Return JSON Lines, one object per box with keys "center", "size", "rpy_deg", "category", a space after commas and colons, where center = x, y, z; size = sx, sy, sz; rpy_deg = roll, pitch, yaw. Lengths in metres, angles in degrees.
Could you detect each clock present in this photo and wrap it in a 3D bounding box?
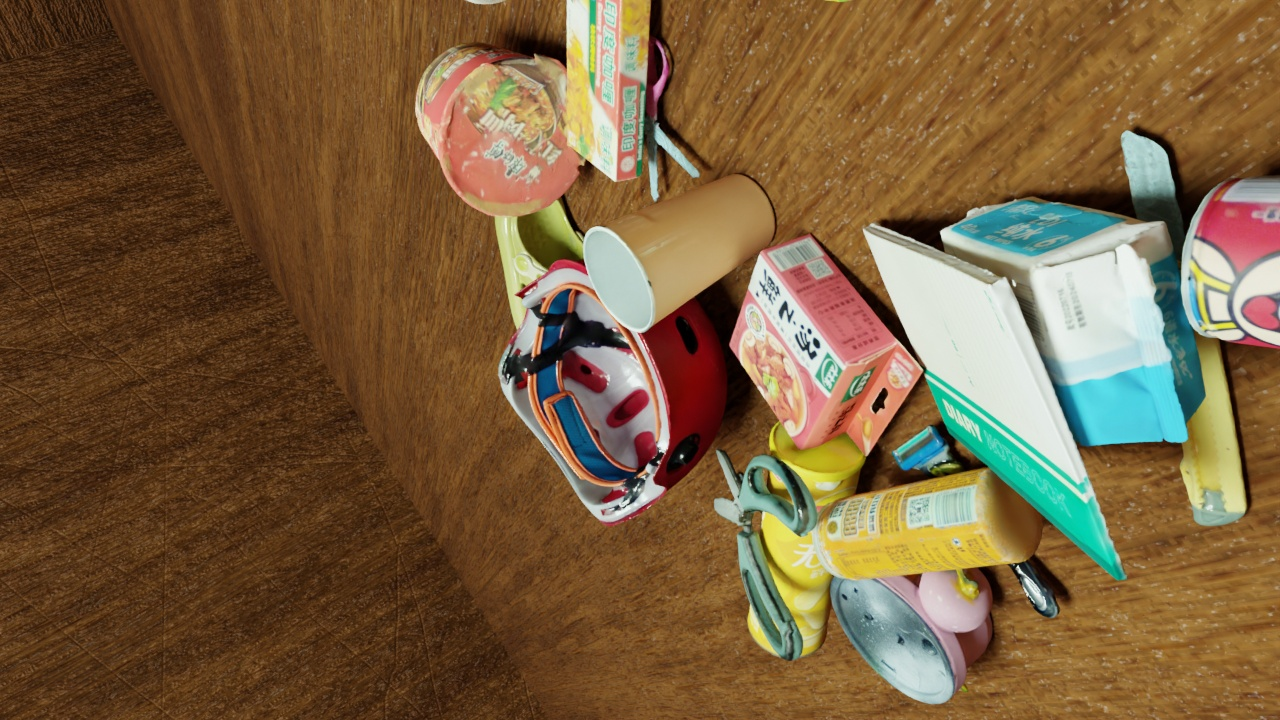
{"center": [0.204, 0.178, 0.684], "size": [0.117, 0.059, 0.159], "rpy_deg": [36, 148, 42], "category": "clock"}

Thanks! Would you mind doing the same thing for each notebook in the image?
{"center": [0.175, 0.006, 0.480], "size": [0.150, 0.012, 0.209], "rpy_deg": [63, -174, -13], "category": "notebook"}

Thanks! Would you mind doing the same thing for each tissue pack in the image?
{"center": [0.198, -0.024, 0.426], "size": [0.140, 0.063, 0.090], "rpy_deg": [-101, -12, -74], "category": "tissue pack"}

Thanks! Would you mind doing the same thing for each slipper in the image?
{"center": [-0.082, -0.082, 0.893], "size": [0.082, 0.091, 0.191], "rpy_deg": [16, 128, 53], "category": "slipper"}

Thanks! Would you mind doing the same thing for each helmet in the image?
{"center": [-0.005, 0.005, 0.785], "size": [0.207, 0.143, 0.241], "rpy_deg": [50, 142, 20], "category": "helmet"}

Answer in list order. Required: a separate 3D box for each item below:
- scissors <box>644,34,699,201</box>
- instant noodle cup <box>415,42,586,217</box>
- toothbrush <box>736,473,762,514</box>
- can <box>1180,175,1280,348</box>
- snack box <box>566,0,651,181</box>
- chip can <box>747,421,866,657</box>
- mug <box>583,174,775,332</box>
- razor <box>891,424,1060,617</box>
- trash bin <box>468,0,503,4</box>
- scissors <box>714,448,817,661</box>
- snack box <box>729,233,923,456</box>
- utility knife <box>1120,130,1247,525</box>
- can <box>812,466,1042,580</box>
{"center": [0.006, -0.186, 0.695], "size": [0.133, 0.017, 0.135], "rpy_deg": [51, 149, 26], "category": "scissors"}
{"center": [-0.126, -0.206, 0.795], "size": [0.108, 0.137, 0.138], "rpy_deg": [44, 152, 46], "category": "instant noodle cup"}
{"center": [0.147, 0.163, 0.826], "size": [0.189, 0.014, 0.016], "rpy_deg": [41, 126, 32], "category": "toothbrush"}
{"center": [0.262, -0.034, 0.335], "size": [0.094, 0.066, 0.066], "rpy_deg": [16, 131, 55], "category": "can"}
{"center": [-0.025, -0.219, 0.674], "size": [0.077, 0.027, 0.156], "rpy_deg": [44, 143, 42], "category": "snack box"}
{"center": [0.129, 0.144, 0.735], "size": [0.072, 0.071, 0.214], "rpy_deg": [37, 140, 39], "category": "chip can"}
{"center": [0.031, -0.080, 0.642], "size": [0.078, 0.122, 0.078], "rpy_deg": [43, 150, 33], "category": "mug"}
{"center": [0.227, 0.106, 0.604], "size": [0.142, 0.022, 0.043], "rpy_deg": [54, 144, 14], "category": "razor"}
{"center": [-0.132, -0.346, 0.581], "size": [0.192, 0.226, 0.228], "rpy_deg": [42, 152, 7], "category": "trash bin"}
{"center": [0.096, 0.146, 0.688], "size": [0.170, 0.019, 0.179], "rpy_deg": [165, 92, -71], "category": "scissors"}
{"center": [0.121, -0.002, 0.634], "size": [0.127, 0.044, 0.113], "rpy_deg": [58, 156, 28], "category": "snack box"}
{"center": [0.260, -0.008, 0.436], "size": [0.031, 0.022, 0.213], "rpy_deg": [4, 116, 54], "category": "utility knife"}
{"center": [0.180, 0.108, 0.593], "size": [0.146, 0.058, 0.058], "rpy_deg": [-27, 94, 54], "category": "can"}
